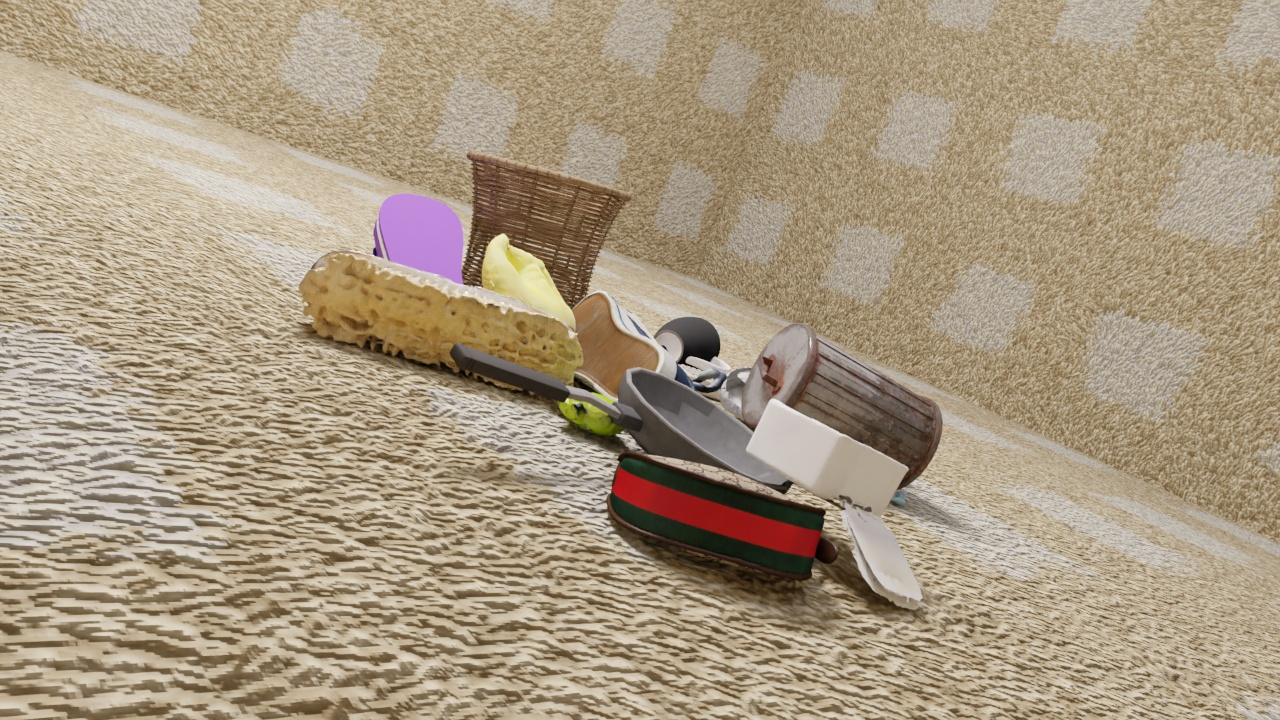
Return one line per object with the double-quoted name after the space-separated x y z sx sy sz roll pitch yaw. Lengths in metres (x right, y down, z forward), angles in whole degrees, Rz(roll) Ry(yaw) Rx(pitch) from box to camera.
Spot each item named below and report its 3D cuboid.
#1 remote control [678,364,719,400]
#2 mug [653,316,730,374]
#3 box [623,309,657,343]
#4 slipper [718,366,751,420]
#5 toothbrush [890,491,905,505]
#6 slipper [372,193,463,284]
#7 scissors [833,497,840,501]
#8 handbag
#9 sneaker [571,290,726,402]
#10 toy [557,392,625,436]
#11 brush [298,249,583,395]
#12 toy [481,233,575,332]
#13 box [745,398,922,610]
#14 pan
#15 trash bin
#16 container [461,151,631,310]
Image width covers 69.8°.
0.099 0.035 1.274 0.138 0.025 0.060 17 10 -22 "remote control"
0.073 -0.012 1.326 0.119 0.085 0.100 35 18 20 "mug"
-0.007 -0.024 1.262 0.064 0.033 0.209 21 16 -28 "box"
0.216 0.072 1.184 0.246 0.075 0.112 18 41 -7 "slipper"
0.228 0.130 1.045 0.155 0.016 0.022 22 17 4 "toothbrush"
-0.271 -0.100 1.099 0.107 0.084 0.266 14 32 -27 "slipper"
0.161 0.123 0.953 0.131 0.012 0.169 15 13 -24 "scissors"
0.059 0.110 0.670 0.166 0.063 0.138 17 -1 -4 "handbag"
-0.006 0.006 1.045 0.127 0.120 0.294 42 0 -31 "sneaker"
-0.046 0.047 0.861 0.094 0.036 0.094 23 1 43 "toy"
-0.183 -0.035 0.871 0.271 0.083 0.056 18 10 -20 "brush"
-0.117 -0.054 0.988 0.065 0.154 0.170 -21 -19 14 "toy"
0.173 0.105 0.741 0.110 0.083 0.190 24 20 -40 "box"
-0.009 0.049 0.759 0.356 0.041 0.178 22 17 -43 "pan"
0.225 0.053 1.060 0.211 0.131 0.131 27 7 -17 "trash bin"
-0.147 -0.160 1.257 0.227 0.196 0.226 14 8 -2 "container"
